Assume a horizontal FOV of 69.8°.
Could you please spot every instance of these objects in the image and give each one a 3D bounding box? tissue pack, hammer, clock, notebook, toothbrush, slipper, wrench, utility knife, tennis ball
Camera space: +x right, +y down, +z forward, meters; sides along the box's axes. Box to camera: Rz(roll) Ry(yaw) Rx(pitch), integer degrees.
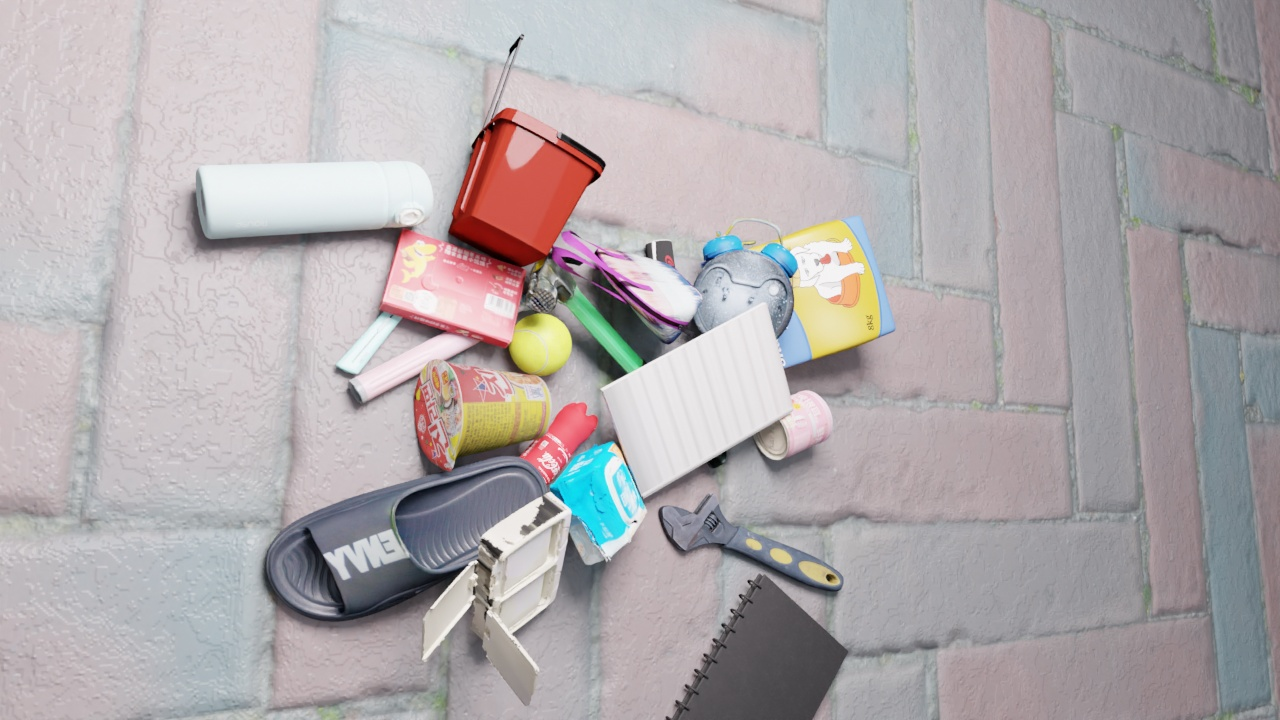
[{"bbox_3d":[-0.039,0.143,0.938,0.062,0.144,0.093,-23,95,14],"label":"tissue pack"},{"bbox_3d":[-0.006,0.006,1.006,0.319,0.032,0.130,48,22,-24],"label":"hammer"},{"bbox_3d":[0.121,-0.085,1.059,0.117,0.060,0.161,14,93,5],"label":"clock"},{"bbox_3d":[0.069,0.044,1.004,0.209,0.009,0.143,-28,118,-18],"label":"notebook"},{"bbox_3d":[0.130,0.385,1.053,0.169,0.019,0.231,44,66,-18],"label":"notebook"},{"bbox_3d":[-0.192,-0.018,0.932,0.222,0.027,0.026,-31,74,-31],"label":"toothbrush"},{"bbox_3d":[-0.204,0.166,0.850,0.267,0.083,0.110,-18,94,-20],"label":"slipper"},{"bbox_3d":[0.137,0.222,1.084,0.273,0.022,0.073,27,70,-23],"label":"wrench"},{"bbox_3d":[-0.246,-0.047,0.914,0.022,0.015,0.158,39,62,-11],"label":"utility knife"},{"bbox_3d":[-0.105,-0.017,0.958,0.065,0.065,0.065,5,80,-29],"label":"tennis ball"}]

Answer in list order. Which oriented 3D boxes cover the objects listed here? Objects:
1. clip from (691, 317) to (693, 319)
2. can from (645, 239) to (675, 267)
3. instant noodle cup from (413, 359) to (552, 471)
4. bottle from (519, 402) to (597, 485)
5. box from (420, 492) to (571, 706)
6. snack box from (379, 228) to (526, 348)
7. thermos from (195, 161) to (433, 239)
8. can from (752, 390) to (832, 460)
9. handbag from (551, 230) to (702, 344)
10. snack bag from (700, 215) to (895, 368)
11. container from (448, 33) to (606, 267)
[{"bbox_3d":[0.050,-0.070,1.087,0.036,0.013,0.052,-17,94,-30],"label":"clip"},{"bbox_3d":[0.026,-0.098,1.065,0.031,0.032,0.080,-5,85,-30],"label":"can"},{"bbox_3d":[-0.153,0.047,0.910,0.112,0.101,0.100,-3,83,-38],"label":"instant noodle cup"},{"bbox_3d":[-0.099,0.101,0.956,0.042,0.042,0.141,48,63,-15],"label":"bottle"},{"bbox_3d":[-0.113,0.229,0.843,0.101,0.145,0.186,23,40,15],"label":"box"},{"bbox_3d":[-0.187,-0.072,0.926,0.133,0.021,0.089,18,62,-19],"label":"snack box"},{"bbox_3d":[-0.302,-0.153,0.866,0.206,0.065,0.078,-9,47,-30],"label":"thermos"},{"bbox_3d":[0.184,0.078,1.108,0.076,0.067,0.067,-19,92,-30],"label":"can"},{"bbox_3d":[-0.022,-0.087,0.967,0.169,0.144,0.068,25,109,-42],"label":"handbag"},{"bbox_3d":[0.187,-0.074,1.124,0.205,0.102,0.159,-18,91,-16],"label":"snack bag"},{"bbox_3d":[-0.111,-0.209,0.938,0.127,0.148,0.200,26,79,-21],"label":"container"}]
